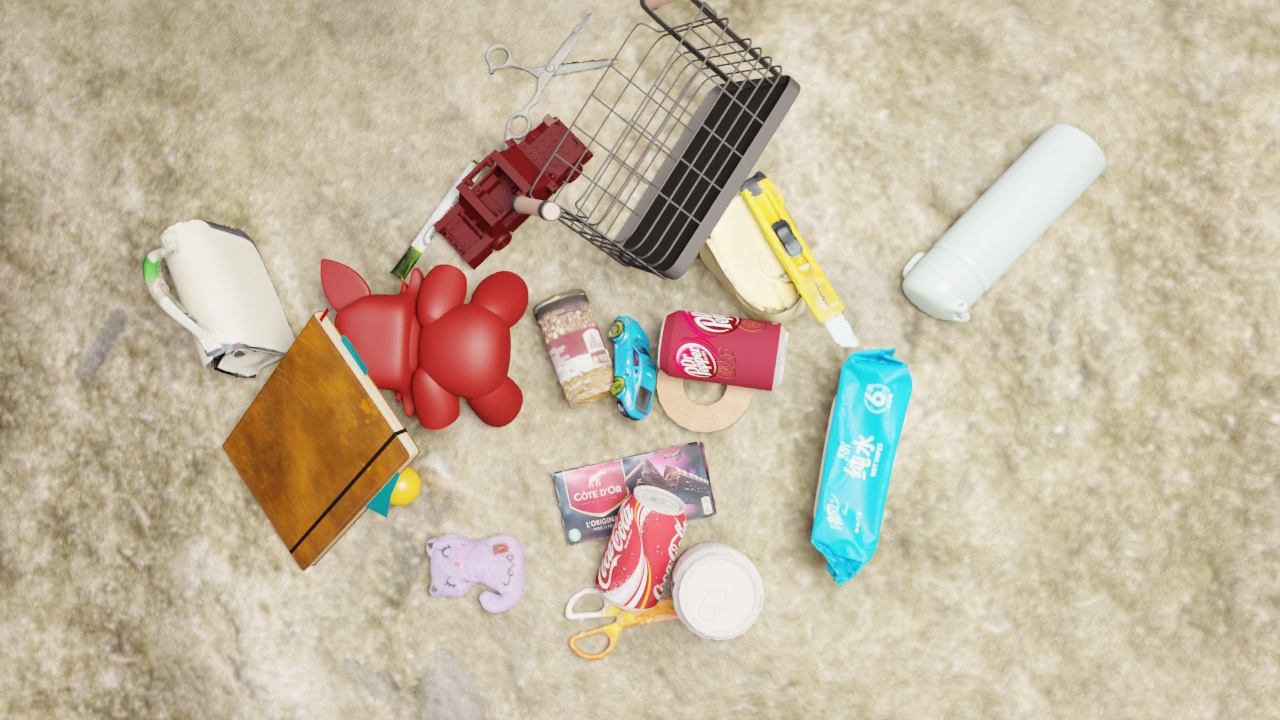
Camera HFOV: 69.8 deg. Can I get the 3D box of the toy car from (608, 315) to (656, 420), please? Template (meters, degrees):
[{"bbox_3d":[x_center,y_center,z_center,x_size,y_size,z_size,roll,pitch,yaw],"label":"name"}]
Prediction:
[{"bbox_3d":[-0.005,0.005,0.886,0.032,0.048,0.105,-15,65,28],"label":"toy car"}]

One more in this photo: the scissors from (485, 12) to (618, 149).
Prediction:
[{"bbox_3d":[-0.101,-0.288,0.955,0.142,0.014,0.171,17,88,12],"label":"scissors"}]

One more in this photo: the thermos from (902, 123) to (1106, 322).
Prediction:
[{"bbox_3d":[0.335,-0.125,0.855,0.207,0.065,0.078,-46,58,2],"label":"thermos"}]

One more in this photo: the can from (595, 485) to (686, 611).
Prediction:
[{"bbox_3d":[0.002,0.176,0.860,0.064,0.064,0.105,21,104,9],"label":"can"}]

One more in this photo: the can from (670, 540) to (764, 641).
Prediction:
[{"bbox_3d":[0.066,0.203,0.820,0.078,0.136,0.078,0,81,2],"label":"can"}]

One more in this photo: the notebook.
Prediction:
[{"bbox_3d":[-0.307,0.087,0.881,0.250,0.014,0.178,-43,79,34],"label":"notebook"}]

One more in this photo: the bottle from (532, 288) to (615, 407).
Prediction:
[{"bbox_3d":[-0.062,-0.012,0.902,0.056,0.056,0.105,-21,82,5],"label":"bottle"}]

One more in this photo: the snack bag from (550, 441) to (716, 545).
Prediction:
[{"bbox_3d":[-0.006,0.130,0.901,0.155,0.018,0.074,-14,86,8],"label":"snack bag"}]

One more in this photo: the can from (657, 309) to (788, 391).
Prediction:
[{"bbox_3d":[0.077,-0.010,0.850,0.114,0.063,0.063,8,86,8],"label":"can"}]

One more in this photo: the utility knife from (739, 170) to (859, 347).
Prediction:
[{"bbox_3d":[0.137,-0.086,0.787,0.030,0.017,0.175,-29,84,2],"label":"utility knife"}]

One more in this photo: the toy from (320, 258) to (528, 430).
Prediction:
[{"bbox_3d":[-0.212,-0.015,0.890,0.197,0.120,0.158,4,96,1],"label":"toy"}]

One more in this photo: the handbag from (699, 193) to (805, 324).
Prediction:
[{"bbox_3d":[0.111,-0.089,0.855,0.081,0.119,0.111,-29,81,2],"label":"handbag"}]

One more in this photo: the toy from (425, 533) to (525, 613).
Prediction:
[{"bbox_3d":[-0.163,0.209,0.904,0.100,0.036,0.080,-5,83,6],"label":"toy"}]

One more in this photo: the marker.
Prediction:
[{"bbox_3d":[-0.211,-0.146,0.954,0.017,0.017,0.146,35,90,9],"label":"marker"}]

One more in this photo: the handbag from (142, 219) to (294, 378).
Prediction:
[{"bbox_3d":[-0.430,-0.061,0.895,0.074,0.176,0.151,-26,82,6],"label":"handbag"}]

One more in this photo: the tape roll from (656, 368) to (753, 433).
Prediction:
[{"bbox_3d":[0.064,0.024,0.896,0.094,0.027,0.094,-1,84,7],"label":"tape roll"}]

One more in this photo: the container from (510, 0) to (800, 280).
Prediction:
[{"bbox_3d":[0.010,-0.202,0.834,0.130,0.163,0.241,33,89,-25],"label":"container"}]

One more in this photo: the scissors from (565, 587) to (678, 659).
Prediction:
[{"bbox_3d":[-0.011,0.242,0.894,0.131,0.012,0.073,-19,79,2],"label":"scissors"}]

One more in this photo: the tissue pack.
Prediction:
[{"bbox_3d":[0.197,0.095,0.828,0.066,0.117,0.209,11,86,14],"label":"tissue pack"}]

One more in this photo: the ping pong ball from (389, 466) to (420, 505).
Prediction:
[{"bbox_3d":[-0.241,0.126,0.920,0.040,0.040,0.040,-1,84,7],"label":"ping pong ball"}]

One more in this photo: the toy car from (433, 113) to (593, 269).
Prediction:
[{"bbox_3d":[-0.131,-0.174,0.923,0.170,0.062,0.070,-43,81,2],"label":"toy car"}]
